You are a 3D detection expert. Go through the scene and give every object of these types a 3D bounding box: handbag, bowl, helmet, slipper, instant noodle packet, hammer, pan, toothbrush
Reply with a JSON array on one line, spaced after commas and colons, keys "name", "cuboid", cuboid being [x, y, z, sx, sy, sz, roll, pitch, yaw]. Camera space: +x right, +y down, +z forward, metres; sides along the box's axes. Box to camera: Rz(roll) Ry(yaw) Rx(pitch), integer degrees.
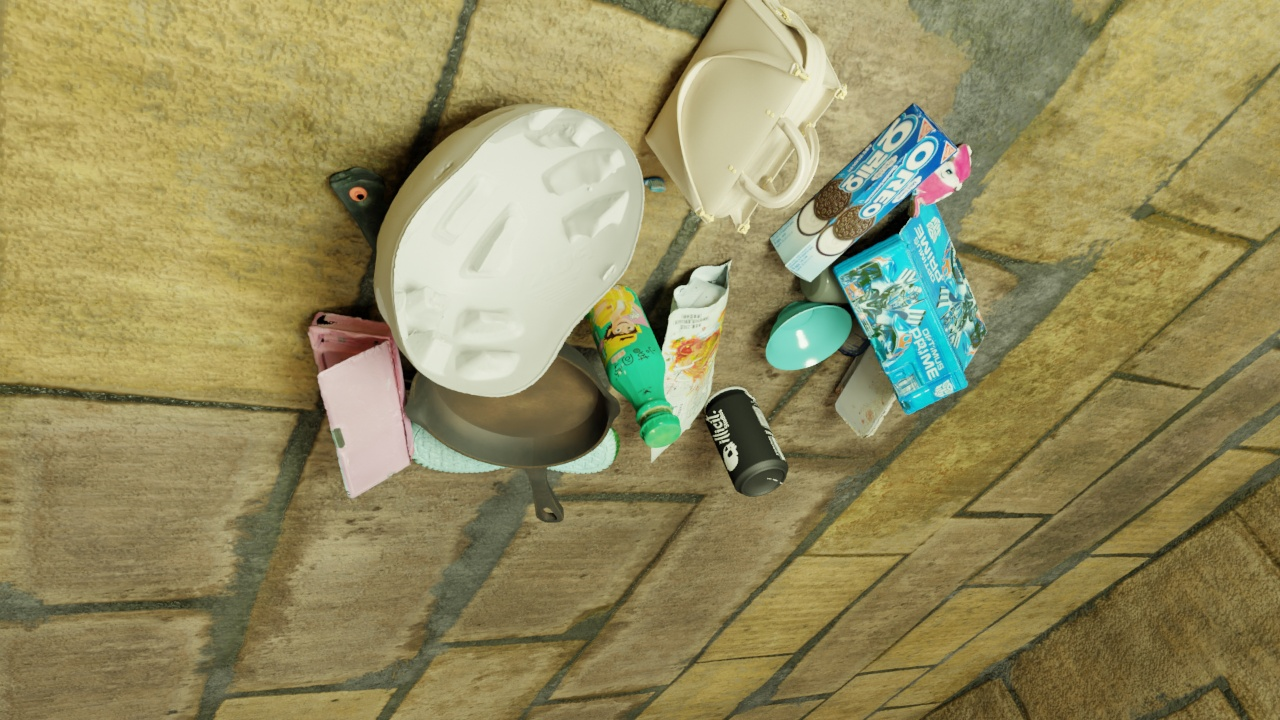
[{"name": "handbag", "cuboid": [0.104, -0.211, 0.848, 0.101, 0.197, 0.195, 9, 132, -34]}, {"name": "bowl", "cuboid": [0.216, -0.045, 1.222, 0.121, 0.046, 0.121, -13, 141, -11]}, {"name": "helmet", "cuboid": [-0.125, -0.115, 0.862, 0.283, 0.183, 0.224, -46, 144, 22]}, {"name": "slipper", "cuboid": [-0.164, 0.093, 1.185, 0.276, 0.069, 0.116, 4, 128, -4]}, {"name": "instant noodle packet", "cuboid": [0.066, 0.006, 1.170, 0.146, 0.057, 0.270, -43, 151, -35]}, {"name": "hammer", "cuboid": [-0.242, -0.074, 0.984, 0.133, 0.033, 0.334, -19, 141, -3]}, {"name": "pan", "cuboid": [-0.137, 0.084, 1.101, 0.249, 0.043, 0.357, -2, 138, 7]}, {"name": "toothbrush", "cuboid": [-0.033, -0.186, 0.960, 0.132, 0.016, 0.021, -3, 136, -24]}]

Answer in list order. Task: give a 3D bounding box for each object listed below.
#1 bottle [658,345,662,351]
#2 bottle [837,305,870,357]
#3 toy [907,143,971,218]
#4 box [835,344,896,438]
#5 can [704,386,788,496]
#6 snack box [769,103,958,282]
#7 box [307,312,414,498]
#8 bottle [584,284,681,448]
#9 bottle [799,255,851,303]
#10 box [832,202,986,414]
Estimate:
[{"name": "bottle", "cuboid": [0.009, 0.000, 1.175, 0.048, 0.048, 0.131, -31, 141, 11]}, {"name": "bottle", "cuboid": [0.318, -0.074, 1.229, 0.056, 0.056, 0.161, 7, 134, -32]}, {"name": "toy", "cuboid": [0.355, -0.216, 1.081, 0.102, 0.050, 0.065, -30, 119, -5]}, {"name": "box", "cuboid": [0.363, 0.001, 1.330, 0.107, 0.095, 0.217, -27, 150, -38]}, {"name": "can", "cuboid": [0.147, 0.114, 1.298, 0.080, 0.146, 0.080, -13, 141, -11]}, {"name": "snack box", "cuboid": [0.253, -0.189, 1.061, 0.059, 0.059, 0.227, 26, 122, -39]}, {"name": "box", "cuboid": [-0.317, 0.061, 1.030, 0.099, 0.098, 0.233, 11, 138, 1]}, {"name": "bottle", "cuboid": [-0.006, 0.006, 1.044, 0.068, 0.209, 0.068, -13, 141, -11]}, {"name": "bottle", "cuboid": [0.260, -0.103, 1.164, 0.108, 0.060, 0.060, -1, 137, -25]}, {"name": "box", "cuboid": [0.360, -0.063, 1.153, 0.174, 0.063, 0.243, -39, 120, -7]}]
